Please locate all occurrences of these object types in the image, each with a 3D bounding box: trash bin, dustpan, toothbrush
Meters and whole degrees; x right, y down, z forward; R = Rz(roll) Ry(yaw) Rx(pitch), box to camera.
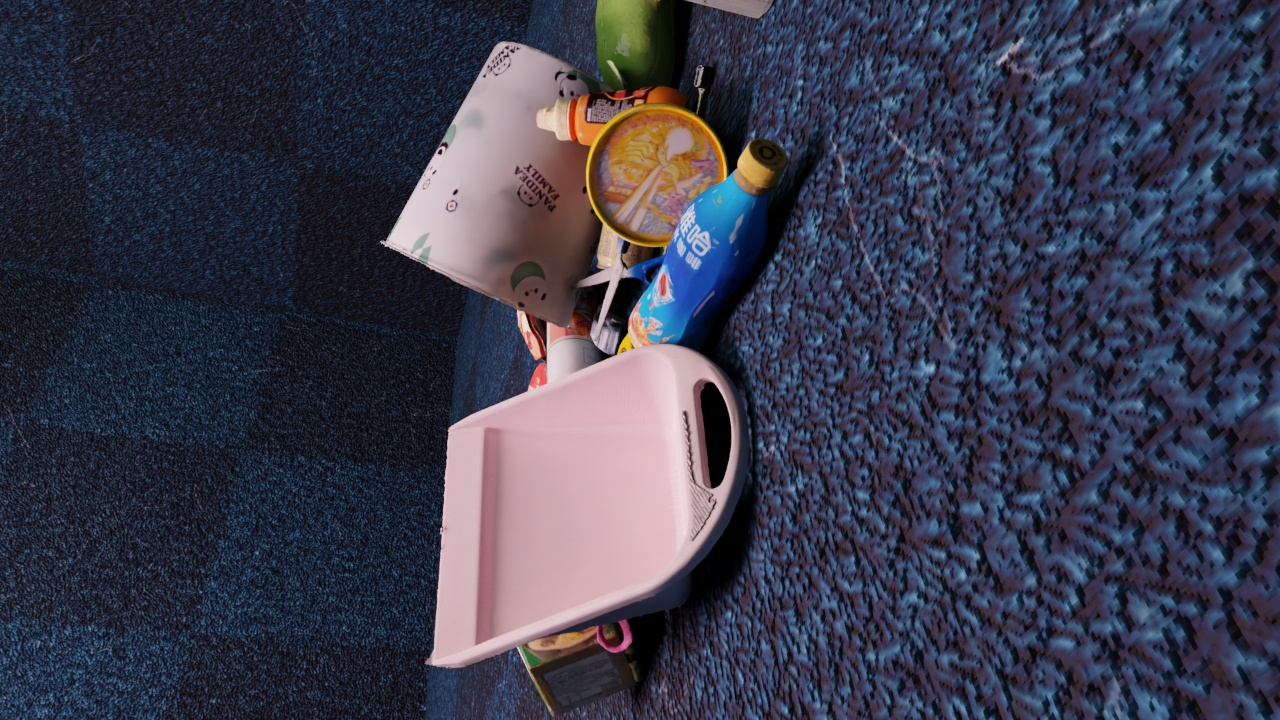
[{"bbox_3d":[-0.130,-0.194,1.023,0.252,0.229,0.229,-65,16,1],"label":"trash bin"},{"bbox_3d":[-0.052,0.093,0.707,0.139,0.273,0.222,77,-175,-55],"label":"dustpan"},{"bbox_3d":[0.042,-0.187,0.875,0.017,0.012,0.186,-9,-66,-61],"label":"toothbrush"}]

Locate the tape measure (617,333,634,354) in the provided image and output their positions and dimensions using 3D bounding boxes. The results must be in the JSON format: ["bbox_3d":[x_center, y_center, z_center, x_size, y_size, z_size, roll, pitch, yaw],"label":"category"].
[{"bbox_3d":[-0.005,0.005,0.915,0.057,0.029,0.060,129,147,-60],"label":"tape measure"}]

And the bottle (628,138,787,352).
[{"bbox_3d":[0.052,-0.077,0.689,0.219,0.065,0.065,120,154,-51],"label":"bottle"}]

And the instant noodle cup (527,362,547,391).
[{"bbox_3d":[-0.114,0.102,1.188,0.194,0.065,0.194,-172,91,-74],"label":"instant noodle cup"}]

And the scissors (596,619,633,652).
[{"bbox_3d":[-0.024,0.171,0.758,0.017,0.134,0.133,45,-166,-55],"label":"scissors"}]

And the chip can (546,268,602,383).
[{"bbox_3d":[-0.083,-0.027,1.136,0.214,0.071,0.071,-96,21,-44],"label":"chip can"}]

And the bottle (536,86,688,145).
[{"bbox_3d":[-0.029,-0.235,0.898,0.066,0.149,0.066,5,-91,-82],"label":"bottle"}]

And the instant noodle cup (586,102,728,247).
[{"bbox_3d":[0.012,-0.172,0.807,0.114,0.118,0.119,-95,19,-67],"label":"instant noodle cup"}]

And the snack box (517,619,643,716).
[{"bbox_3d":[-0.063,0.236,0.800,0.105,0.117,0.118,-116,8,-52],"label":"snack box"}]

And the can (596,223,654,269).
[{"bbox_3d":[-0.008,-0.149,0.958,0.058,0.058,0.116,-138,58,-72],"label":"can"}]

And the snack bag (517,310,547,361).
[{"bbox_3d":[-0.137,-0.055,1.240,0.208,0.073,0.128,74,-175,-84],"label":"snack bag"}]

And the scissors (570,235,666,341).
[{"bbox_3d":[-0.015,-0.098,0.908,0.176,0.012,0.162,4,90,49],"label":"scissors"}]

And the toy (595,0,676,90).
[{"bbox_3d":[-0.004,-0.384,1.023,0.227,0.090,0.246,129,144,-63],"label":"toy"}]

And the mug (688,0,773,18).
[{"bbox_3d":[0.064,-0.337,0.718,0.124,0.103,0.083,121,154,-52],"label":"mug"}]

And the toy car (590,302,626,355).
[{"bbox_3d":[-0.040,-0.038,1.061,0.090,0.034,0.043,-112,31,-65],"label":"toy car"}]
